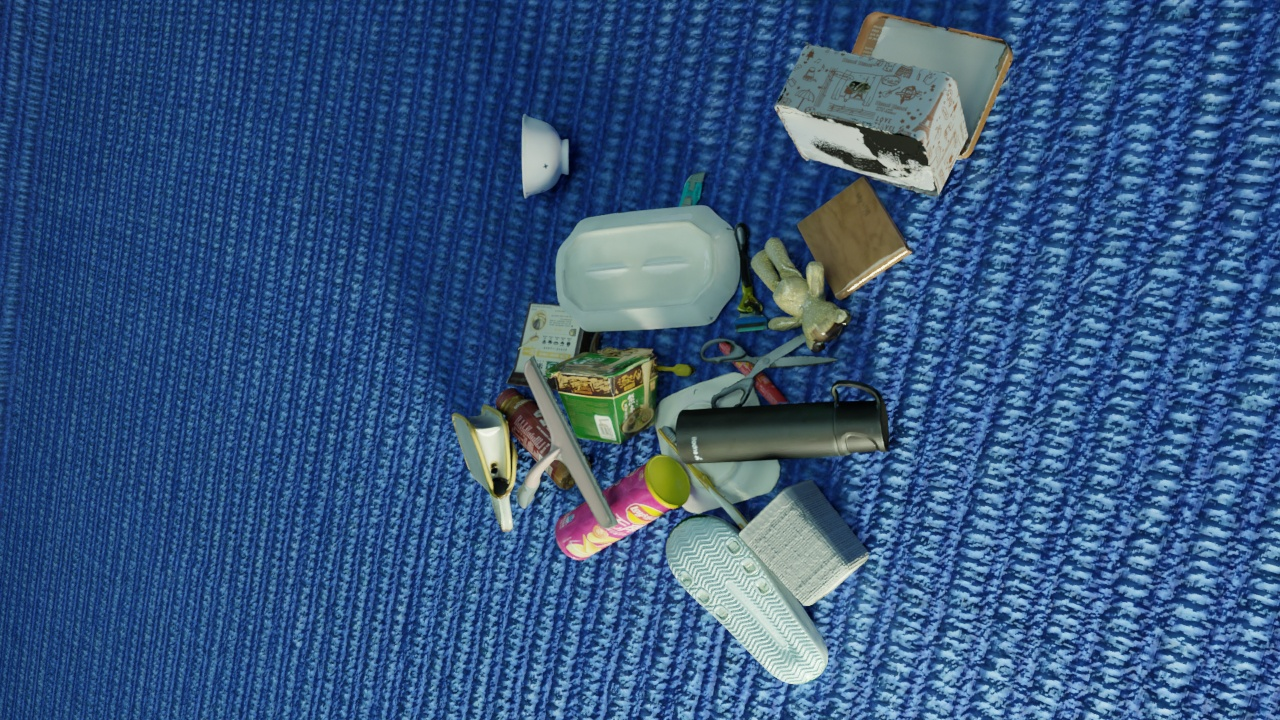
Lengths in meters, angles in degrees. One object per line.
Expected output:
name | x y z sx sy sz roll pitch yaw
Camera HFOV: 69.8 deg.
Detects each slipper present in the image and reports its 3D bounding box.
slipper | 0.137 0.285 1.127 0.245 0.074 0.104 48 115 8

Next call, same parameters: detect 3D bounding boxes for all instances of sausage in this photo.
sausage | 0.147 0.023 1.151 0.156 0.020 0.020 49 115 25

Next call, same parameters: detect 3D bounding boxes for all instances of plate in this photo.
plate | -0.001 -0.122 1.213 0.266 0.034 0.162 -1 88 23
plate | 0.088 0.108 1.183 0.165 0.034 0.163 -24 77 33

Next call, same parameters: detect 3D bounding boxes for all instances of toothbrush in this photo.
toothbrush | -0.008 0.007 1.262 0.190 0.016 0.015 5 93 36
toothbrush | 0.086 0.151 1.154 0.018 0.016 0.191 -49 66 16

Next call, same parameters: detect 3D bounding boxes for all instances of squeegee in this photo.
squeegee | -0.141 0.160 1.260 0.247 0.040 0.250 61 148 16

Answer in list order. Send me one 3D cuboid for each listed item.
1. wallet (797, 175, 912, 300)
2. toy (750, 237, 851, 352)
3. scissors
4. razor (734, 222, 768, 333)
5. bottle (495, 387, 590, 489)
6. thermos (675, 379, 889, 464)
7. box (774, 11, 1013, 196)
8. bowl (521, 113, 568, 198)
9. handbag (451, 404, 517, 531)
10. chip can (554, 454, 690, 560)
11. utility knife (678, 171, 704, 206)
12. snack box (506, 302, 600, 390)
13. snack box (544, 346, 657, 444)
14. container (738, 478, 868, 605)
wallet | 0.249 -0.145 1.083 0.101 0.020 0.115 -37 67 27
toy | 0.188 -0.083 1.103 0.105 0.066 0.157 -52 56 30
scissors | 0.149 0.004 1.133 0.175 0.014 0.159 29 93 29
razor | 0.133 -0.105 1.161 0.043 0.022 0.142 -6 81 4
bottle | -0.146 0.109 1.331 0.175 0.057 0.058 45 113 27
thermos | 0.164 0.073 1.082 0.243 0.068 0.090 -7 104 22
box | 0.283 -0.302 0.996 0.183 0.156 0.193 25 87 30
bowl | -0.135 -0.291 1.315 0.064 0.118 0.118 1 90 -4
handbag | -0.215 0.157 1.343 0.163 0.063 0.179 -172 67 -70
chip can | -0.028 0.199 1.218 0.211 0.071 0.071 -37 69 40
utility knife | 0.056 -0.175 1.220 0.029 0.013 0.157 20 101 33
snack box | -0.121 -0.017 1.304 0.113 0.053 0.125 6 81 35
snack box | -0.041 0.048 1.216 0.118 0.117 0.106 3 109 39
container | 0.195 0.214 1.076 0.114 0.090 0.090 50 116 21
